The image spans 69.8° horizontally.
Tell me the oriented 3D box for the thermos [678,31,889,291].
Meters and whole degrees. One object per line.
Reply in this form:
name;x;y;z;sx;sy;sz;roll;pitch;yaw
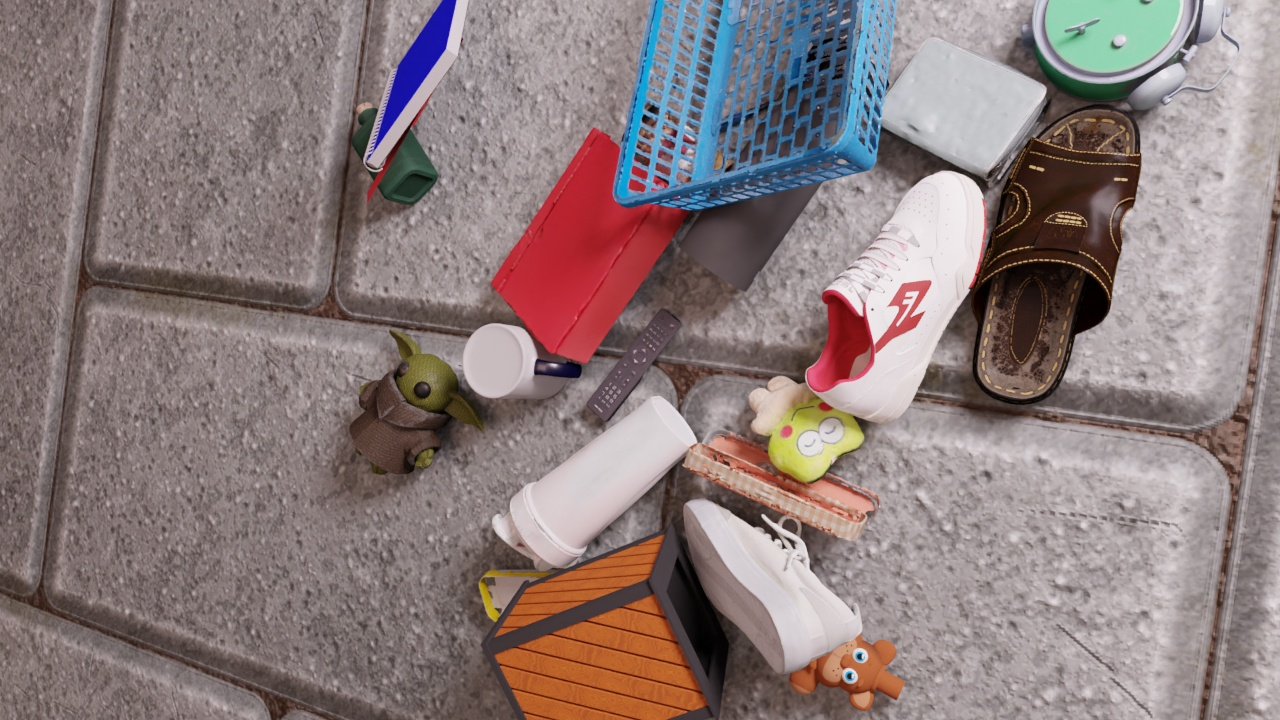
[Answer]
thermos;0.138;-0.189;0.890;0.082;0.082;0.241;39;103;21

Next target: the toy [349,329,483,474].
toy;-0.275;0.061;1.072;0.179;0.078;0.153;43;104;23

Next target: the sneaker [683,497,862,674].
sneaker;0.117;0.195;0.849;0.090;0.242;0.089;-13;111;-16

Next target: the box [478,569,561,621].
box;-0.077;0.287;0.997;0.210;0.036;0.129;-6;96;24

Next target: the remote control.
remote control;-0.006;0.006;0.985;0.032;0.015;0.136;43;102;20

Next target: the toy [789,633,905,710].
toy;0.183;0.277;0.858;0.128;0.065;0.095;25;81;22

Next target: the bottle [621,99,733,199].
bottle;0.038;-0.212;0.938;0.105;0.056;0.056;40;104;5

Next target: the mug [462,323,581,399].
mug;-0.119;0.005;0.992;0.112;0.096;0.078;8;91;25

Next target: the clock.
clock;0.414;-0.278;0.770;0.161;0.075;0.122;35;102;21

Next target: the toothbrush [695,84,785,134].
toothbrush;0.089;-0.251;0.953;0.189;0.016;0.017;-21;66;23

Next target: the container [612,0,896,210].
container;0.121;-0.306;0.828;0.258;0.089;0.361;-4;70;46

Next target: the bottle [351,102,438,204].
bottle;-0.306;-0.258;1.111;0.061;0.061;0.131;-40;72;20

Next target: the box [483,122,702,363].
box;-0.052;-0.119;0.970;0.164;0.153;0.215;36;103;-3

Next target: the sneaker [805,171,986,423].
sneaker;0.218;-0.065;0.821;0.090;0.104;0.237;40;110;58

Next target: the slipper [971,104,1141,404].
slipper;0.353;-0.092;0.789;0.113;0.075;0.268;18;95;24

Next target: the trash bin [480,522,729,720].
trash bin;-0.027;0.272;0.878;0.172;0.139;0.139;-24;96;13

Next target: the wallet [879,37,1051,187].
wallet;0.292;-0.228;0.838;0.131;0.054;0.100;38;94;23

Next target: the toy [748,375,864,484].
toy;0.153;0.061;0.885;0.092;0.046;0.115;-36;57;-9

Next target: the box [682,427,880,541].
box;0.136;0.118;0.886;0.187;0.082;0.042;22;109;22

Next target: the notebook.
notebook;-0.247;-0.327;1.027;0.172;0.022;0.208;-42;33;30

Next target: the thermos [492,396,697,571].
thermos;-0.044;0.132;0.958;0.221;0.099;0.099;-40;72;14
